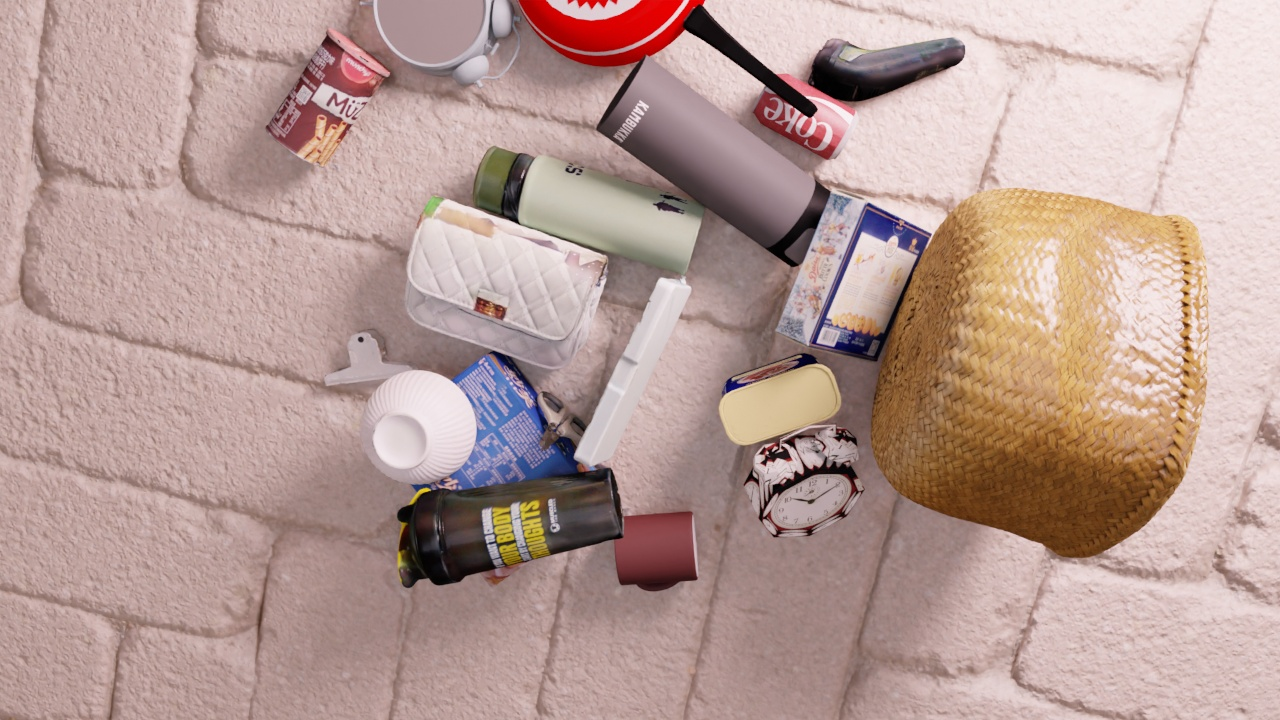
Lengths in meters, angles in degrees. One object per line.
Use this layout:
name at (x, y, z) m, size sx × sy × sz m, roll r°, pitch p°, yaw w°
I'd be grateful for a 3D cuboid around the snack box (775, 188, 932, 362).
snack box at (0.210, -0.077, 0.892) m, size 0.043 × 0.144 × 0.145 m, roll 29°, pitch 102°, yaw 40°

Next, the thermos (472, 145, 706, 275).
thermos at (-0.054, -0.153, 0.932) m, size 0.231 × 0.082 × 0.082 m, roll 17°, pitch 100°, yaw 1°

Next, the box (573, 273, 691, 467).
box at (-0.002, 0.008, 0.922) m, size 0.041 × 0.134 × 0.197 m, roll 29°, pitch 101°, yaw 10°

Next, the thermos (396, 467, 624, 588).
thermos at (-0.130, 0.160, 0.912) m, size 0.221 × 0.098 × 0.098 m, roll -12°, pitch 98°, yaw 3°

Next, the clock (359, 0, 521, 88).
clock at (-0.195, -0.345, 0.925) m, size 0.159 × 0.045 × 0.123 m, roll 34°, pitch 101°, yaw 0°

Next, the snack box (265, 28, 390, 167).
snack box at (-0.319, -0.266, 0.935) m, size 0.072 × 0.072 × 0.121 m, roll 38°, pitch 101°, yaw -2°

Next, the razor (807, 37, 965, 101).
razor at (0.240, -0.295, 0.899) m, size 0.151 × 0.054 × 0.067 m, roll -13°, pitch 77°, yaw 1°

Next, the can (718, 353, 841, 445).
can at (0.139, 0.036, 0.937) m, size 0.116 × 0.092 × 0.056 m, roll -19°, pitch 97°, yaw 7°

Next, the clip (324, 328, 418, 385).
clip at (-0.298, -0.003, 0.994) m, size 0.102 × 0.050 × 0.058 m, roll -7°, pitch 111°, yaw 5°

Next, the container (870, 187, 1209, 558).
container at (0.332, 0.006, 0.818) m, size 0.196 × 0.306 × 0.307 m, roll 16°, pitch 100°, yaw 6°

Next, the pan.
pan at (0.024, -0.346, 0.872) m, size 0.356 × 0.067 × 0.209 m, roll 41°, pitch 104°, yaw 11°

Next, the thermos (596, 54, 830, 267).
thermos at (0.080, -0.186, 0.883) m, size 0.240 × 0.082 × 0.082 m, roll 32°, pitch 101°, yaw -15°

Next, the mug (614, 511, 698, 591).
mug at (0.020, 0.214, 0.994) m, size 0.082 × 0.073 × 0.106 m, roll -5°, pitch 127°, yaw 5°

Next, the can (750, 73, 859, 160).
can at (0.162, -0.242, 0.908) m, size 0.096 × 0.054 × 0.054 m, roll 29°, pitch 100°, yaw 0°

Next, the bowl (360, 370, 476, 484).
bowl at (-0.229, 0.073, 0.919) m, size 0.118 × 0.062 × 0.118 m, roll 1°, pitch 100°, yaw 6°

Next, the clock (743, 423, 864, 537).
clock at (0.164, 0.111, 0.936) m, size 0.114 × 0.065 × 0.155 m, roll -14°, pitch 136°, yaw -7°

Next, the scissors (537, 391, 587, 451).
scissors at (-0.094, 0.062, 0.926) m, size 0.012 × 0.171 × 0.121 m, roll -47°, pitch 66°, yaw 10°

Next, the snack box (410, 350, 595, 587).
snack box at (-0.155, 0.113, 0.986) m, size 0.155 × 0.069 × 0.202 m, roll -36°, pitch 94°, yaw 9°

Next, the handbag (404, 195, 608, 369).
handbag at (-0.139, -0.074, 0.936) m, size 0.195 × 0.072 × 0.139 m, roll 18°, pitch 118°, yaw 1°
